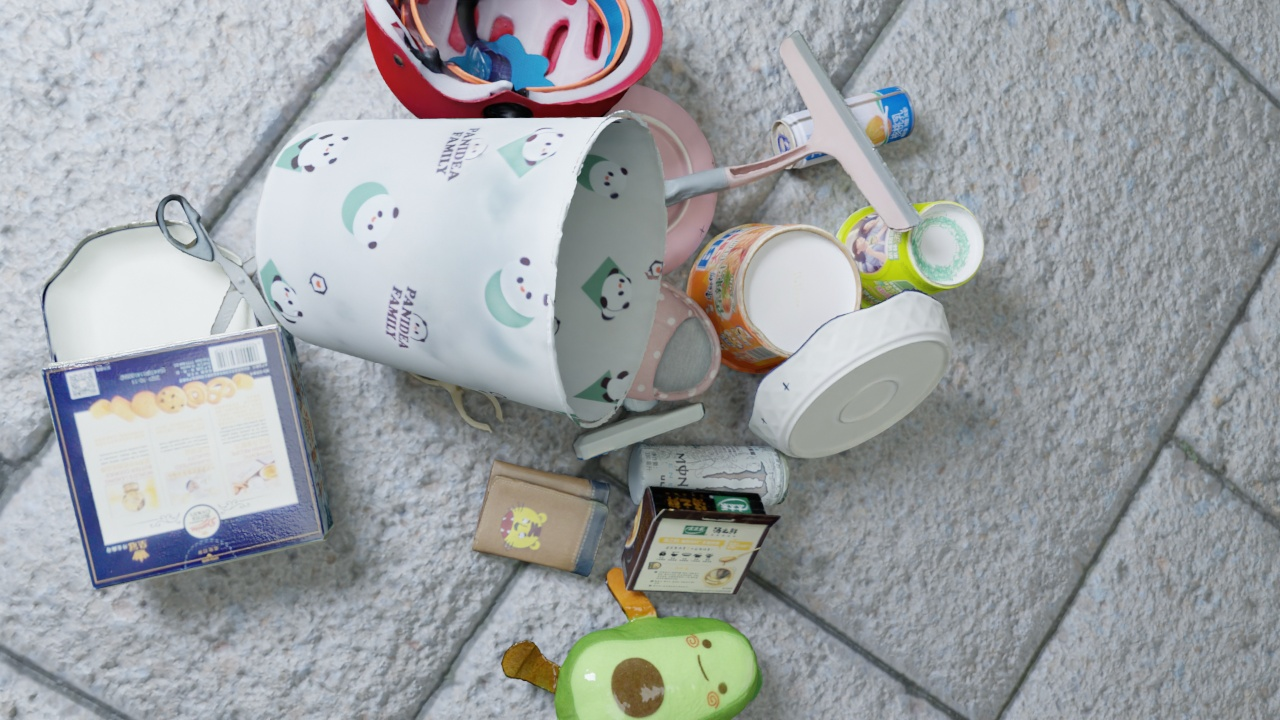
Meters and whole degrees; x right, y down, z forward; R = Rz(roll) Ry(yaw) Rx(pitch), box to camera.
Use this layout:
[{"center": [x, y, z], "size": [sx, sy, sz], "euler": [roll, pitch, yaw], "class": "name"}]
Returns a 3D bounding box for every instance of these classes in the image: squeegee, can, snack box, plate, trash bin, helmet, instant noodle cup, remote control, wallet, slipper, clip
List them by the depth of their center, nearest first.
[{"center": [-0.133, -0.083, 0.709], "size": [0.252, 0.229, 0.229], "euler": [10, 88, 18], "class": "trash bin"}, {"center": [-0.361, 0.075, 0.743], "size": [0.177, 0.046, 0.182], "euler": [-11, 95, -11], "class": "snack box"}, {"center": [-0.398, 0.016, 0.778], "size": [0.162, 0.034, 0.265], "euler": [-12, 94, -13], "class": "plate"}, {"center": [-0.115, -0.269, 0.783], "size": [0.240, 0.144, 0.206], "euler": [16, 64, -14], "class": "helmet"}, {"center": [-0.055, -0.045, 0.825], "size": [0.274, 0.054, 0.114], "euler": [25, 92, 0], "class": "slipper"}, {"center": [-0.165, 0.026, 0.836], "size": [0.070, 0.035, 0.100], "euler": [-43, 95, -9], "class": "clip"}, {"center": [0.083, -0.173, 0.838], "size": [0.249, 0.040, 0.247], "euler": [-19, 64, -8], "class": "squeegee"}, {"center": [0.199, 0.023, 0.845], "size": [0.204, 0.205, 0.045], "euler": [-21, 59, -13], "class": "plate"}, {"center": [0.053, 0.163, 0.846], "size": [0.113, 0.053, 0.126], "euler": [6, 127, -16], "class": "snack box"}, {"center": [-0.091, 0.146, 0.856], "size": [0.115, 0.033, 0.090], "euler": [15, 88, -10], "class": "wallet"}, {"center": [-0.013, -0.169, 0.864], "size": [0.192, 0.039, 0.192], "euler": [-1, 92, -14], "class": "plate"}, {"center": [0.130, -0.061, 0.864], "size": [0.151, 0.111, 0.151], "euler": [0, 91, -13], "class": "instant noodle cup"}, {"center": [-0.002, 0.065, 0.866], "size": [0.124, 0.049, 0.024], "euler": [-17, 91, -13], "class": "remote control"}, {"center": [0.064, 0.110, 0.878], "size": [0.146, 0.058, 0.058], "euler": [3, 90, -13], "class": "can"}, {"center": [0.264, -0.105, 0.890], "size": [0.111, 0.123, 0.111], "euler": [0, 91, -14], "class": "instant noodle cup"}, {"center": [0.200, -0.230, 0.909], "size": [0.134, 0.053, 0.053], "euler": [-18, 95, -13], "class": "can"}]

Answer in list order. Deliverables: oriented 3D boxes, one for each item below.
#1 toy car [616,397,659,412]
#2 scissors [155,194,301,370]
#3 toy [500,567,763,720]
[{"center": [-0.005, 0.005, 0.874], "size": [0.043, 0.034, 0.090], "euler": [-12, 95, -17], "class": "toy car"}, {"center": [-0.329, -0.070, 0.768], "size": [0.159, 0.014, 0.178], "euler": [-34, 100, -6], "class": "scissors"}, {"center": [0.001, 0.304, 0.847], "size": [0.246, 0.090, 0.227], "euler": [-13, 78, -16], "class": "toy"}]
